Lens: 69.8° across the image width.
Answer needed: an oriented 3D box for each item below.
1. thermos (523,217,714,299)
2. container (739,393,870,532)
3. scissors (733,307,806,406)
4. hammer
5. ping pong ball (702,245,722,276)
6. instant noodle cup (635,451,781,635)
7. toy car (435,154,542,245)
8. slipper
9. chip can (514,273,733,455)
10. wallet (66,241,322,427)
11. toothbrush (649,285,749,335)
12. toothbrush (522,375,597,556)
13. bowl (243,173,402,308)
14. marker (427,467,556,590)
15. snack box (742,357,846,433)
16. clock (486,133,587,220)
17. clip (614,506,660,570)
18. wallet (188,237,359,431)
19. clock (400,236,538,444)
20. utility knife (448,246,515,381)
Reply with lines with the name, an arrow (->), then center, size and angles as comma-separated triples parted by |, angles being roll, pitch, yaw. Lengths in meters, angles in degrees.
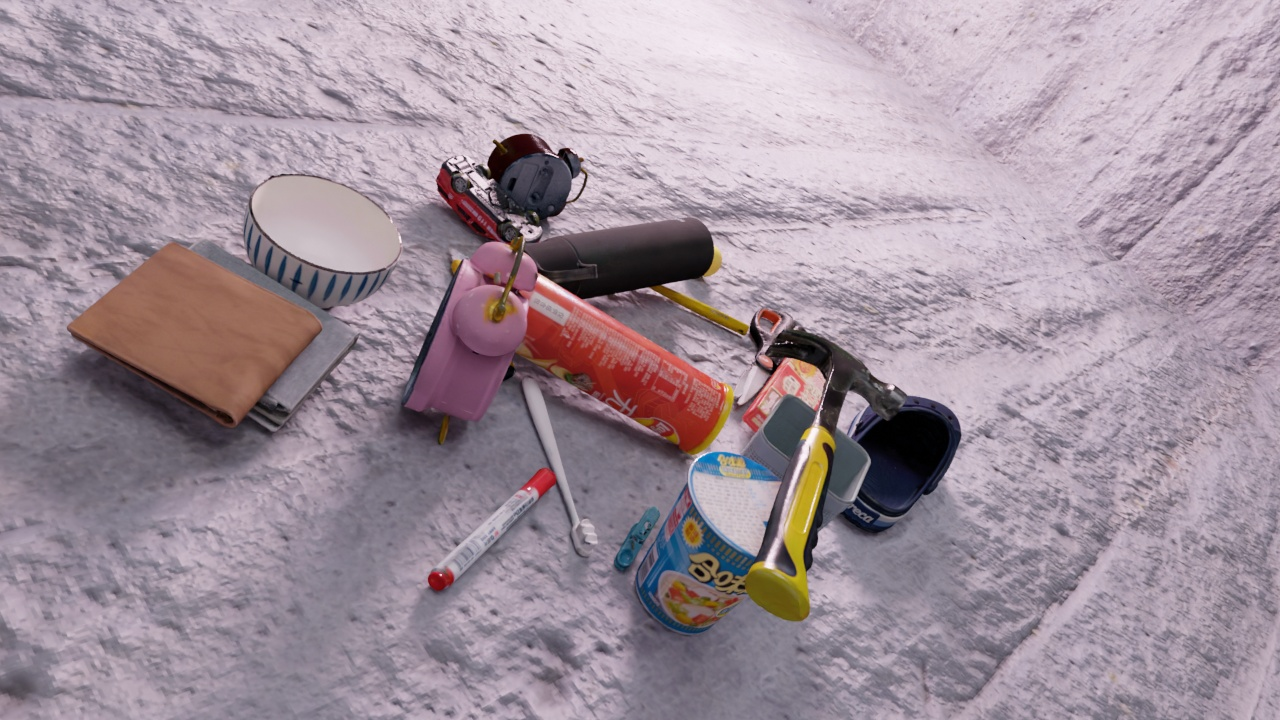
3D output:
thermos -> -0.021, -0.096, 0.912 | 0.090, 0.068, 0.241 | 14, 22, 42
container -> 0.114, 0.106, 0.756 | 0.090, 0.112, 0.089 | 39, 32, 6
scissors -> 0.152, 0.007, 1.004 | 0.139, 0.022, 0.234 | 27, 32, -12
hammer -> 0.127, 0.068, 0.680 | 0.126, 0.032, 0.322 | 35, 33, 1
ping pong ball -> 0.076, -0.119, 1.084 | 0.040, 0.040, 0.040 | 24, 34, -17
instant noodle cup -> 0.050, 0.138, 0.657 | 0.099, 0.110, 0.099 | 23, 34, -16
toy car -> -0.152, -0.152, 0.917 | 0.120, 0.045, 0.052 | 43, 35, 2
slipper -> 0.269, 0.085, 0.945 | 0.105, 0.095, 0.252 | 45, 37, 12
chip can -> -0.025, 0.002, 0.787 | 0.216, 0.073, 0.073 | 30, 32, -16
wallet -> -0.281, -0.020, 0.589 | 0.115, 0.020, 0.101 | 30, 42, -5
toothbrush -> 0.036, -0.068, 1.005 | 0.190, 0.016, 0.016 | 24, 38, -16
toothbrush -> -0.066, 0.075, 0.722 | 0.016, 0.016, 0.180 | 11, 39, -36
bowl -> -0.252, -0.084, 0.715 | 0.116, 0.066, 0.116 | 23, 35, -17
marker -> -0.100, 0.114, 0.639 | 0.017, 0.017, 0.144 | 39, 32, 6
snack box -> 0.162, 0.046, 0.943 | 0.075, 0.026, 0.152 | 46, 35, 1
clock -> -0.109, -0.193, 0.976 | 0.121, 0.082, 0.055 | 4, 37, -35
clip -> -0.004, 0.136, 0.693 | 0.013, 0.034, 0.054 | 35, 48, 2
wallet -> -0.277, -0.018, 0.631 | 0.129, 0.037, 0.106 | 33, 42, -6
clock -> -0.120, -0.024, 0.671 | 0.060, 0.159, 0.117 | 22, 35, -14
utility knife -> -0.144, -0.046, 0.810 | 0.033, 0.015, 0.176 | 11, 39, -38
